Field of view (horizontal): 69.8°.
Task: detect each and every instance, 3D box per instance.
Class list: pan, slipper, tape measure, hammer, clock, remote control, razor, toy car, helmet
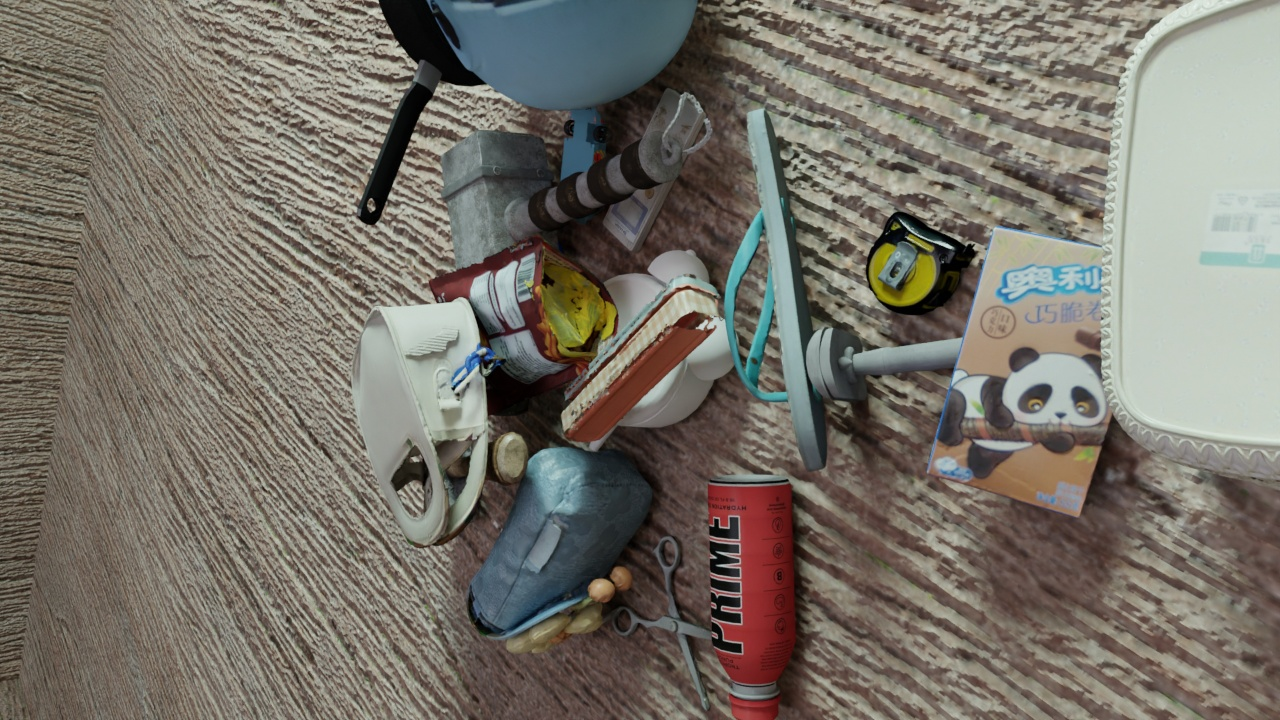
[{"bbox_3d":[-0.177,-0.287,0.832,0.044,0.204,0.355,12,80,36],"label":"pan"},{"bbox_3d":[0.091,-0.049,0.656,0.055,0.098,0.268,-11,71,19],"label":"slipper"},{"bbox_3d":[0.179,-0.061,0.606,0.062,0.034,0.061,38,117,41],"label":"tape measure"},{"bbox_3d":[-0.057,-0.137,0.781,0.327,0.079,0.177,-12,85,50],"label":"hammer"},{"bbox_3d":[0.008,-0.008,0.768,0.161,0.072,0.125,-37,63,31],"label":"clock"},{"bbox_3d":[-0.155,0.097,0.863,0.319,0.049,0.121,159,112,-68],"label":"hammer"},{"bbox_3d":[0.010,-0.165,0.802,0.050,0.011,0.136,48,121,36],"label":"remote control"},{"bbox_3d":[0.176,-0.001,0.592,0.116,0.088,0.047,-7,83,26],"label":"razor"},{"bbox_3d":[-0.048,-0.181,0.847,0.060,0.027,0.108,27,116,48],"label":"toy car"},{"bbox_3d":[-0.052,-0.295,0.739,0.265,0.225,0.167,57,173,52],"label":"helmet"}]

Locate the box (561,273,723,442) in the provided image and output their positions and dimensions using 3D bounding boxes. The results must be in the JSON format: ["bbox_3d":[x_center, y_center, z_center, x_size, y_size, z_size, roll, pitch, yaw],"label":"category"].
[{"bbox_3d":[-0.004,0.008,0.670,0.059,0.056,0.187,44,134,0],"label":"box"}]

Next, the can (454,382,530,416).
[{"bbox_3d":[-0.147,0.007,0.903,0.090,0.089,0.075,26,107,44],"label":"can"}]

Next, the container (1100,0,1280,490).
[{"bbox_3d":[0.304,-0.054,0.399,0.185,0.142,0.246,2,90,59],"label":"container"}]

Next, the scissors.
[{"bbox_3d":[0.019,0.222,0.780,0.175,0.014,0.141,-20,71,46],"label":"scissors"}]

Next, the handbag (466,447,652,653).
[{"bbox_3d":[-0.063,0.172,0.795,0.118,0.121,0.192,47,116,37],"label":"handbag"}]

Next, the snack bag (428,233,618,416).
[{"bbox_3d":[-0.114,-0.026,0.776,0.208,0.066,0.139,-17,103,48],"label":"snack bag"}]

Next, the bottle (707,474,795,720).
[{"bbox_3d":[0.083,0.175,0.680,0.062,0.062,0.176,-4,86,46],"label":"bottle"}]

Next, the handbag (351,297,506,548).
[{"bbox_3d":[-0.177,0.058,0.790,0.201,0.092,0.199,-40,61,56],"label":"handbag"}]

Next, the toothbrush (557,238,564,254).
[{"bbox_3d":[-0.072,-0.080,0.879,0.016,0.018,0.182,-52,54,47],"label":"toothbrush"}]

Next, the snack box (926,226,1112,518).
[{"bbox_3d":[0.229,0.006,0.531,0.087,0.034,0.151,16,102,19],"label":"snack box"}]
